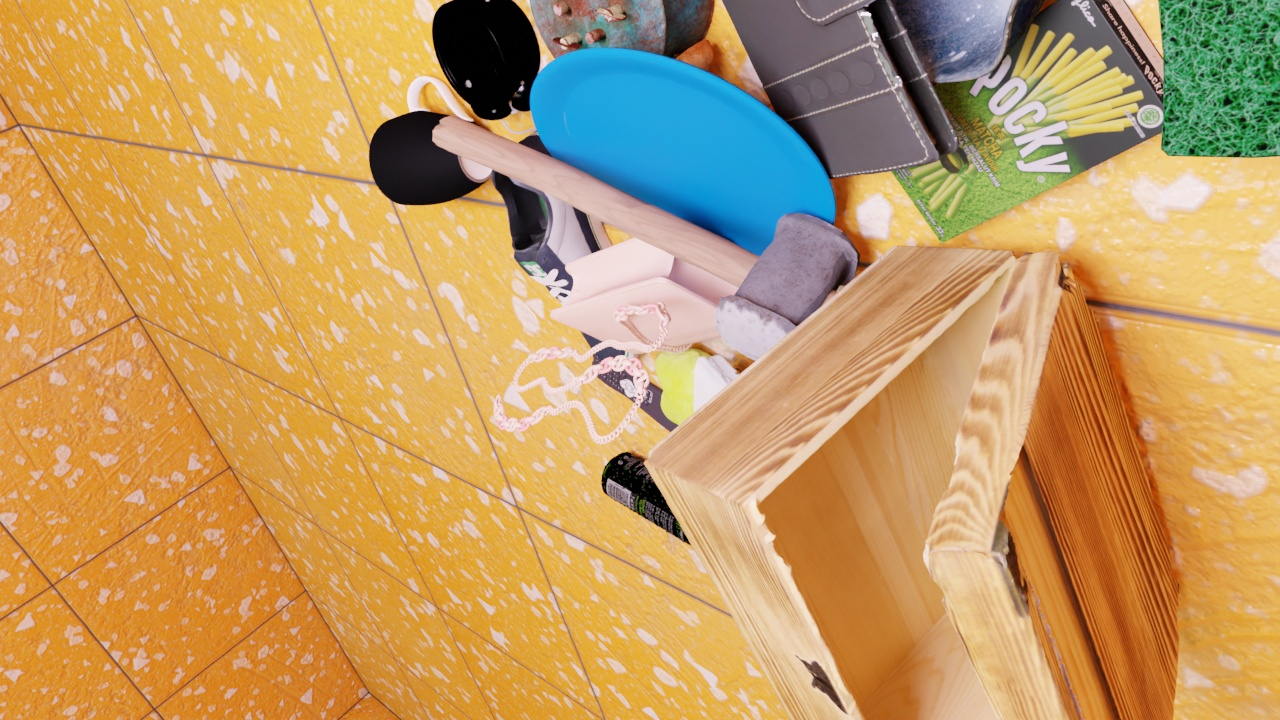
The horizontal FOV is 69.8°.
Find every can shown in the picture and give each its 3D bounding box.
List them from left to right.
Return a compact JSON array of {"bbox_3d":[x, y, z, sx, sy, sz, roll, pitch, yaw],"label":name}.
[{"bbox_3d":[0.021,0.144,0.957,0.138,0.053,0.054,26,140,34],"label":"can"}]

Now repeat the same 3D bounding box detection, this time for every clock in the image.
[{"bbox_3d":[-0.120,-0.244,0.755,0.091,0.042,0.121,2,124,50],"label":"clock"},{"bbox_3d":[-0.011,-0.226,0.616,0.121,0.073,0.158,8,129,47],"label":"clock"}]

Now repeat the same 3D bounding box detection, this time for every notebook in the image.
[{"bbox_3d":[0.087,-0.198,0.509,0.209,0.029,0.169,57,175,-14],"label":"notebook"}]

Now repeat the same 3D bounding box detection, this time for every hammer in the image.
[{"bbox_3d":[-0.010,-0.103,0.640,0.328,0.097,0.052,29,155,18],"label":"hammer"}]

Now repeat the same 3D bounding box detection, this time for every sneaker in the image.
[{"bbox_3d":[-0.068,-0.083,0.818,0.084,0.078,0.235,9,130,45],"label":"sneaker"}]

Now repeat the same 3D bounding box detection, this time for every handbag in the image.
[{"bbox_3d":[-0.005,0.004,0.729,0.116,0.186,0.199,30,155,-32],"label":"handbag"}]

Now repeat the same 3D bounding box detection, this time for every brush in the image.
[{"bbox_3d":[0.260,-0.204,0.307,0.195,0.075,0.250,-6,118,52],"label":"brush"}]

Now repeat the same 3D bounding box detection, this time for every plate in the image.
[{"bbox_3d":[0.030,-0.141,0.632,0.224,0.024,0.225,23,162,7],"label":"plate"}]

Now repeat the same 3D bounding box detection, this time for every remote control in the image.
[{"bbox_3d":[-0.002,0.031,0.914,0.124,0.009,0.047,36,144,22],"label":"remote control"}]

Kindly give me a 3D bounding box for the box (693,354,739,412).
[{"bbox_3d":[0.106,0.109,0.748,0.186,0.084,0.211,29,136,30],"label":"box"}]

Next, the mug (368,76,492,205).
[{"bbox_3d":[-0.188,-0.206,0.855,0.100,0.084,0.119,4,96,34],"label":"mug"}]

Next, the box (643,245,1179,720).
[{"bbox_3d":[0.205,0.105,0.522,0.221,0.258,0.279,11,135,57],"label":"box"}]

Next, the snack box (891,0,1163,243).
[{"bbox_3d":[0.202,-0.129,0.497,0.080,0.025,0.148,54,147,-4],"label":"snack box"}]

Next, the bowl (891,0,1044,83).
[{"bbox_3d":[0.160,-0.194,0.445,0.110,0.055,0.111,54,156,37],"label":"bowl"}]

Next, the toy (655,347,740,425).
[{"bbox_3d":[0.064,0.033,0.806,0.115,0.046,0.092,17,134,31],"label":"toy"}]
